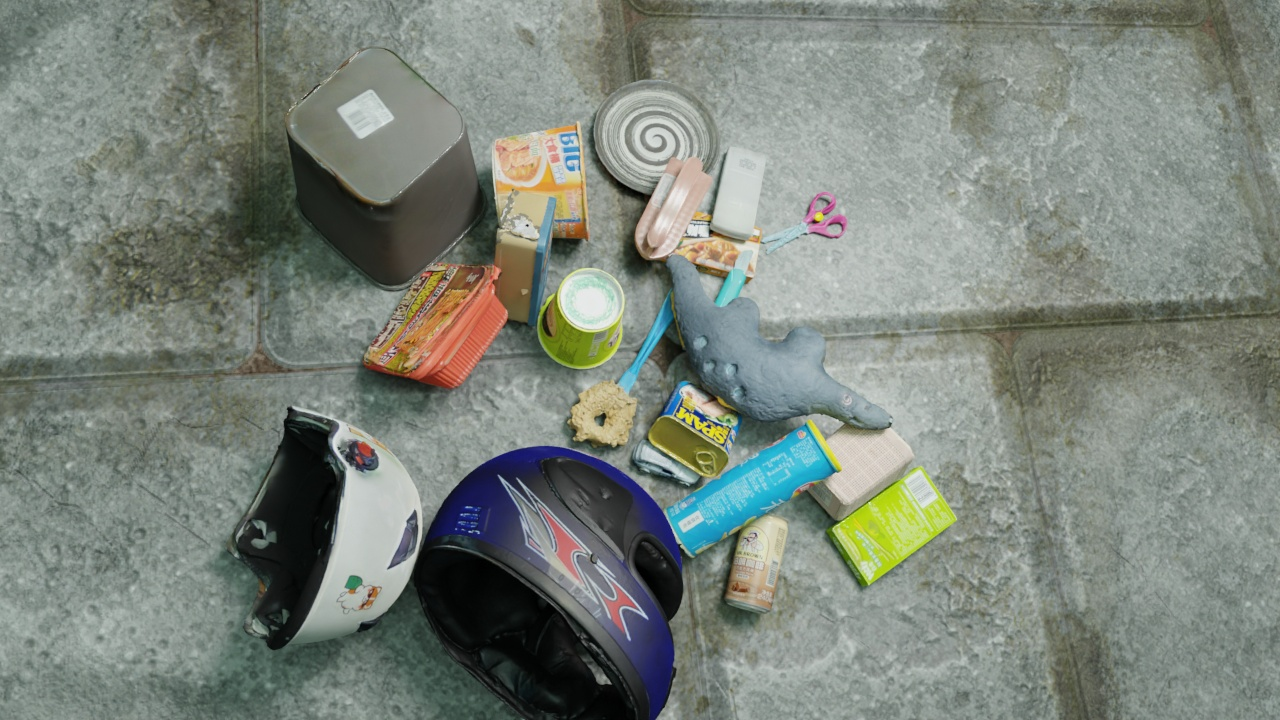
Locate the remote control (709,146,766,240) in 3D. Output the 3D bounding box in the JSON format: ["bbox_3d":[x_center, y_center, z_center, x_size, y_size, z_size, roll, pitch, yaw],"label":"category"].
[{"bbox_3d":[0.134,-0.230,1.257,0.058,0.021,0.149,17,58,-4],"label":"remote control"}]

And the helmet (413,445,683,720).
[{"bbox_3d":[-0.071,0.232,0.991,0.315,0.248,0.239,37,40,12],"label":"helmet"}]

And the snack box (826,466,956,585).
[{"bbox_3d":[0.325,0.213,1.187,0.156,0.026,0.086,-31,83,-17],"label":"snack box"}]

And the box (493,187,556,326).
[{"bbox_3d":[-0.142,-0.119,1.116,0.061,0.185,0.089,11,59,-2],"label":"box"}]

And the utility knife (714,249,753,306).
[{"bbox_3d":[0.109,-0.067,1.216,0.029,0.013,0.182,25,83,-2],"label":"utility knife"}]

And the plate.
[{"bbox_3d":[0.023,-0.304,1.272,0.179,0.024,0.179,3,73,-9],"label":"plate"}]

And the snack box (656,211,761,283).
[{"bbox_3d":[0.084,-0.160,1.242,0.153,0.026,0.075,14,73,-7],"label":"snack box"}]

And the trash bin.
[{"bbox_3d":[-0.304,-0.230,1.088,0.198,0.220,0.198,42,73,3],"label":"trash bin"}]

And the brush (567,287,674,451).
[{"bbox_3d":[-0.007,0.007,1.178,0.083,0.046,0.254,30,68,3],"label":"brush"}]

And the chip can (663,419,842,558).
[{"bbox_3d":[0.133,0.155,1.101,0.210,0.071,0.071,-33,82,9],"label":"chip can"}]

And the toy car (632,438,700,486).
[{"bbox_3d":[0.035,0.127,1.153,0.090,0.034,0.042,21,69,-6],"label":"toy car"}]

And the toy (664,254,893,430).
[{"bbox_3d":[0.145,0.001,1.145,0.356,0.091,0.137,36,66,15],"label":"toy"}]

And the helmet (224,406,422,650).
[{"bbox_3d":[-0.316,0.183,0.976,0.156,0.274,0.230,19,100,-39],"label":"helmet"}]

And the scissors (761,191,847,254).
[{"bbox_3d":[0.230,-0.177,1.282,0.137,0.017,0.073,-35,93,-13],"label":"scissors"}]

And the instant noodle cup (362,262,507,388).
[{"bbox_3d":[-0.234,-0.037,1.090,0.079,0.189,0.164,44,70,-30],"label":"instant noodle cup"}]

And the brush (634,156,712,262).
[{"bbox_3d":[0.038,-0.194,1.190,0.063,0.073,0.145,28,72,-2],"label":"brush"}]

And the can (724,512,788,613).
[{"bbox_3d":[0.143,0.247,1.127,0.058,0.059,0.116,17,73,-6],"label":"can"}]

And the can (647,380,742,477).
[{"bbox_3d":[0.070,0.083,1.143,0.102,0.057,0.083,32,40,-2],"label":"can"}]

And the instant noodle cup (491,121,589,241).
[{"bbox_3d":[-0.126,-0.222,1.163,0.111,0.151,0.151,-4,76,-4],"label":"instant noodle cup"}]

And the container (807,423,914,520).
[{"bbox_3d":[0.268,0.134,1.159,0.110,0.090,0.090,-36,67,-15],"label":"container"}]

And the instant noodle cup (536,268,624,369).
[{"bbox_3d":[-0.068,-0.058,1.135,0.111,0.124,0.111,3,75,-10],"label":"instant noodle cup"}]
